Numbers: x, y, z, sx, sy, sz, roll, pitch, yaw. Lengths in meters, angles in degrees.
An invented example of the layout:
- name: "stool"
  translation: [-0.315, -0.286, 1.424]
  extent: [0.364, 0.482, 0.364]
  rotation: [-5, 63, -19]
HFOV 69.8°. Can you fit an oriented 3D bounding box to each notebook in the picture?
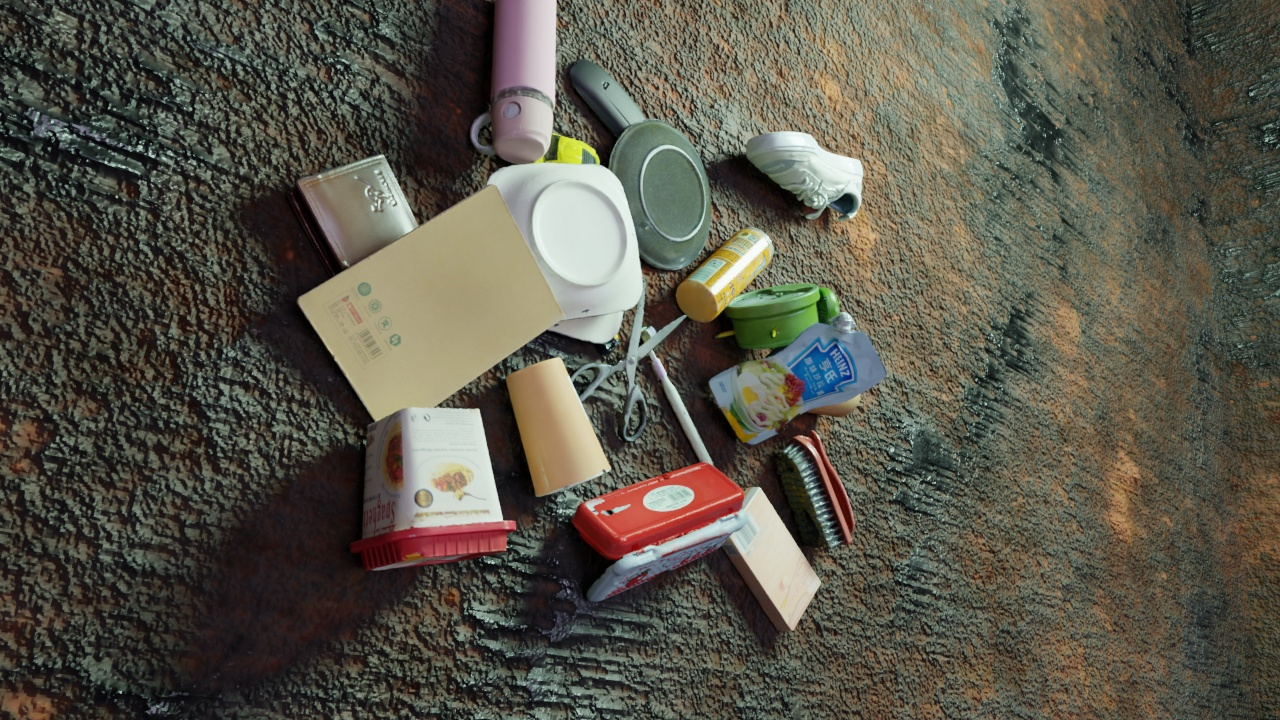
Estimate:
- name: "notebook"
  translation: [-0.181, -0.046, 0.830]
  extent: [0.207, 0.008, 0.148]
  rotation: [-37, 114, -23]

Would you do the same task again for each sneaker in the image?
- name: "sneaker"
  translation: [0.224, -0.242, 1.243]
  extent: [0.241, 0.090, 0.090]
  rotation: [5, 81, -47]

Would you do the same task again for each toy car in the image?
- name: "toy car"
  translation: [-0.093, -0.220, 0.979]
  extent: [0.105, 0.032, 0.048]
  rotation: [10, 73, -29]

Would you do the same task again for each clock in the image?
- name: "clock"
  translation: [0.176, -0.059, 1.133]
  extent: [0.160, 0.116, 0.056]
  rotation: [-23, 107, -39]

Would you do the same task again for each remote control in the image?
- name: "remote control"
  translation: [-0.028, -0.293, 1.065]
  extent: [0.136, 0.024, 0.053]
  rotation: [45, 55, -25]

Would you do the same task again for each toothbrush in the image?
- name: "toothbrush"
  translation: [0.044, 0.048, 1.054]
  extent: [0.020, 0.029, 0.189]
  rotation: [-25, 101, 0]

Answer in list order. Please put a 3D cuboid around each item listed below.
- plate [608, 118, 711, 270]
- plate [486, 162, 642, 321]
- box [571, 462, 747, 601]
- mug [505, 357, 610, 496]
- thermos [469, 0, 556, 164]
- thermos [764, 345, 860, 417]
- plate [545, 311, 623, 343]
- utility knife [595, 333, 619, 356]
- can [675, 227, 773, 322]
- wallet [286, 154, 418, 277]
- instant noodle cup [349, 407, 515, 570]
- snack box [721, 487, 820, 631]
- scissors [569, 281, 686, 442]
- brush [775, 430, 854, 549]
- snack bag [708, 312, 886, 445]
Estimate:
- name: "plate"
  translation: [0.033, -0.196, 1.081]
  extent: [0.179, 0.024, 0.179]
  rotation: [3, 85, -46]
- name: "plate"
  translation: [-0.067, -0.125, 0.925]
  extent: [0.163, 0.034, 0.164]
  rotation: [-11, 86, -33]
- name: "box"
  translation: [0.020, 0.190, 0.978]
  extent: [0.201, 0.095, 0.101]
  rotation: [-12, 127, -42]
- name: "mug"
  translation: [-0.085, 0.063, 0.900]
  extent: [0.078, 0.078, 0.122]
  rotation: [-17, 88, -43]
- name: "thermos"
  translation: [-0.130, -0.300, 0.947]
  extent: [0.067, 0.087, 0.198]
  rotation: [47, 41, -66]
- name: "thermos"
  translation: [0.220, 0.030, 1.174]
  extent: [0.143, 0.093, 0.093]
  rotation: [19, 67, -47]
- name: "plate"
  translation: [-0.074, -0.109, 0.959]
  extent: [0.163, 0.034, 0.164]
  rotation: [16, 71, -30]
- name: "utility knife"
  translation: [-0.061, -0.114, 1.000]
  extent: [0.033, 0.015, 0.223]
  rotation: [-14, 89, -44]
- name: "can"
  translation: [0.104, -0.106, 1.116]
  extent: [0.145, 0.058, 0.058]
  rotation: [-44, 109, -39]
- name: "wallet"
  translation: [-0.245, -0.118, 0.828]
  extent: [0.101, 0.032, 0.124]
  rotation: [-36, 105, -43]
- name: "instant noodle cup"
  translation: [-0.180, 0.108, 0.779]
  extent: [0.116, 0.117, 0.124]
  rotation: [3, 72, -41]
- name: "snack box"
  translation: [0.155, 0.239, 1.103]
  extent: [0.084, 0.026, 0.157]
  rotation: [-46, 111, -39]
- name: "scissors"
  translation: [-0.010, 0.006, 0.990]
  extent: [0.180, 0.014, 0.159]
  rotation: [-26, 111, -29]
- name: "brush"
  translation: [0.222, 0.162, 1.157]
  extent: [0.069, 0.063, 0.146]
  rotation: [-23, 94, -31]
- name: "snack bag"
  translation: [0.185, 0.022, 1.079]
  extent: [0.110, 0.191, 0.038]
  rotation: [59, 13, -16]
